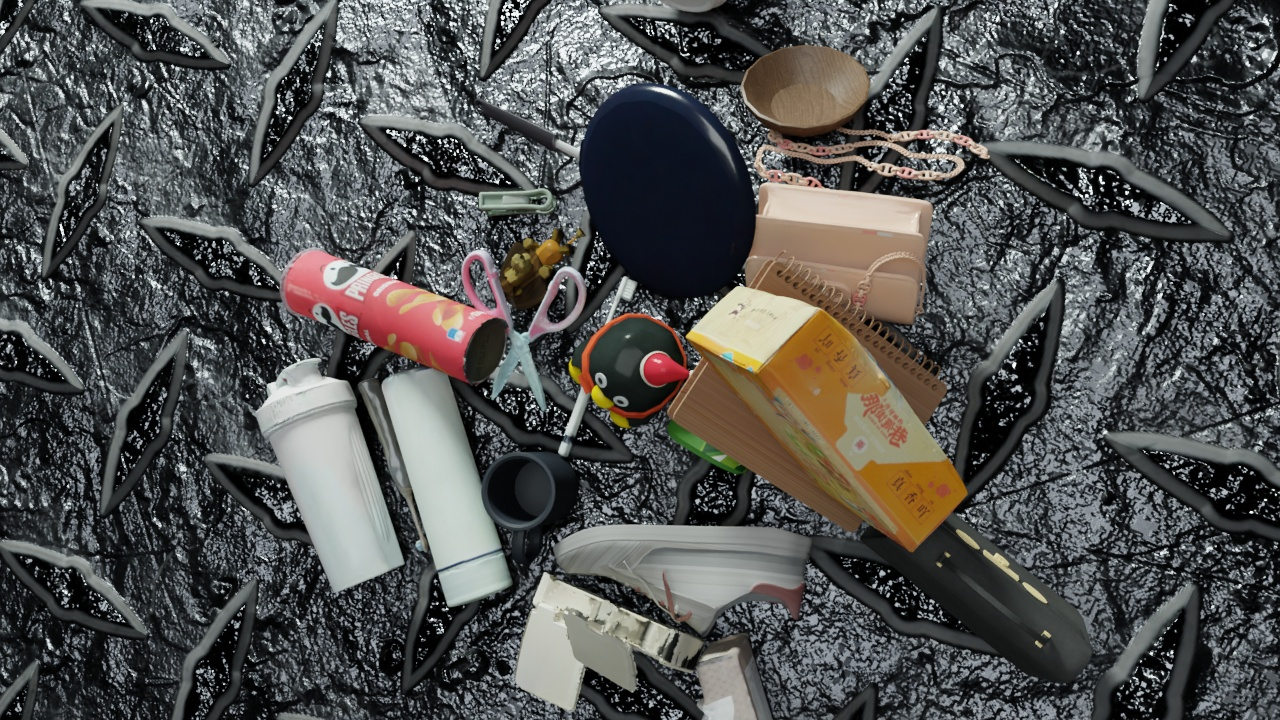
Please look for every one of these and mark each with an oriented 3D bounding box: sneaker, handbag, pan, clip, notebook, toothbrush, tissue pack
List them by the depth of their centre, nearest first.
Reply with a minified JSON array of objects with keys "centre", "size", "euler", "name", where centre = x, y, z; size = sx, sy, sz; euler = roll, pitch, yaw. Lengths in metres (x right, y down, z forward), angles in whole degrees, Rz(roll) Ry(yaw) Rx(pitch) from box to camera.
[{"centre":[0.268,0.180,0.723],"size":[0.176,0.195,0.072],"euler":[39,93,12],"name":"handbag"},{"centre":[0.152,0.030,0.794],"size":[0.210,0.022,0.169],"euler":[33,91,-20],"name":"notebook"},{"centre":[0.086,0.341,0.797],"size":[0.071,0.104,0.181],"euler":[-15,83,13],"name":"tissue pack"},{"centre":[0.036,0.199,0.823],"size":[0.236,0.099,0.089],"euler":[-2,70,10],"name":"sneaker"},{"centre":[0.202,-0.126,0.845],"size":[0.199,0.117,0.186],"euler":[10,50,17],"name":"handbag"},{"centre":[-0.041,-0.184,0.865],"size":[0.356,0.021,0.199],"euler":[32,135,29],"name":"pan"},{"centre":[-0.042,0.007,0.899],"size":[0.017,0.012,0.187],"euler":[20,90,10],"name":"toothbrush"},{"centre":[-0.123,-0.159,0.923],"size":[0.076,0.047,0.023],"euler":[-1,86,8],"name":"clip"},{"centre":[-0.246,0.106,0.931],"size":[0.024,0.022,0.185],"euler":[-24,82,12],"name":"toothbrush"}]

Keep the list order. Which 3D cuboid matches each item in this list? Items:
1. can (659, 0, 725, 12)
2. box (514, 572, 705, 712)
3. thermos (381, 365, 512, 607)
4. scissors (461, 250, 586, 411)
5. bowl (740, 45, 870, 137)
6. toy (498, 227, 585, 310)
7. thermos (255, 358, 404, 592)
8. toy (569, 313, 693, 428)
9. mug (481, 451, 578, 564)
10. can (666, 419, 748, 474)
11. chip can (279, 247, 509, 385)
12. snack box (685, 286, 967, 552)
[{"centre":[0.061,-0.427,0.875],"size":[0.088,0.088,0.166],"euler":[16,89,13],"name":"can"},{"centre":[-0.047,0.248,0.770],"size":[0.144,0.194,0.101],"euler":[16,74,25],"name":"box"},{"centre":[-0.189,0.120,0.893],"size":[0.068,0.068,0.230],"euler":[-21,80,10],"name":"thermos"},{"centre":[-0.104,-0.030,0.879],"size":[0.159,0.014,0.172],"euler":[-12,106,23],"name":"scissors"},{"centre":[0.153,-0.245,0.854],"size":[0.118,0.030,0.117],"euler":[-4,55,5],"name":"bowl"},{"centre":[-0.096,-0.095,0.893],"size":[0.100,0.062,0.076],"euler":[-39,60,15],"name":"toy"},{"centre":[-0.309,0.114,0.909],"size":[0.099,0.099,0.220],"euler":[-22,85,9],"name":"thermos"},{"centre":[-0.005,0.005,0.837],"size":[0.099,0.119,0.097],"euler":[-44,93,-6],"name":"toy"},{"centre":[-0.105,0.139,0.867],"size":[0.071,0.077,0.105],"euler":[3,86,12],"name":"mug"},{"centre":[0.092,0.023,0.832],"size":[0.083,0.083,0.144],"euler":[29,92,13],"name":"can"},{"centre":[-0.241,-0.044,0.895],"size":[0.233,0.073,0.073],"euler":[20,89,23],"name":"chip can"},{"centre":[0.144,0.034,0.703],"size":[0.080,0.145,0.195],"euler":[-44,110,-4],"name":"snack box"}]
